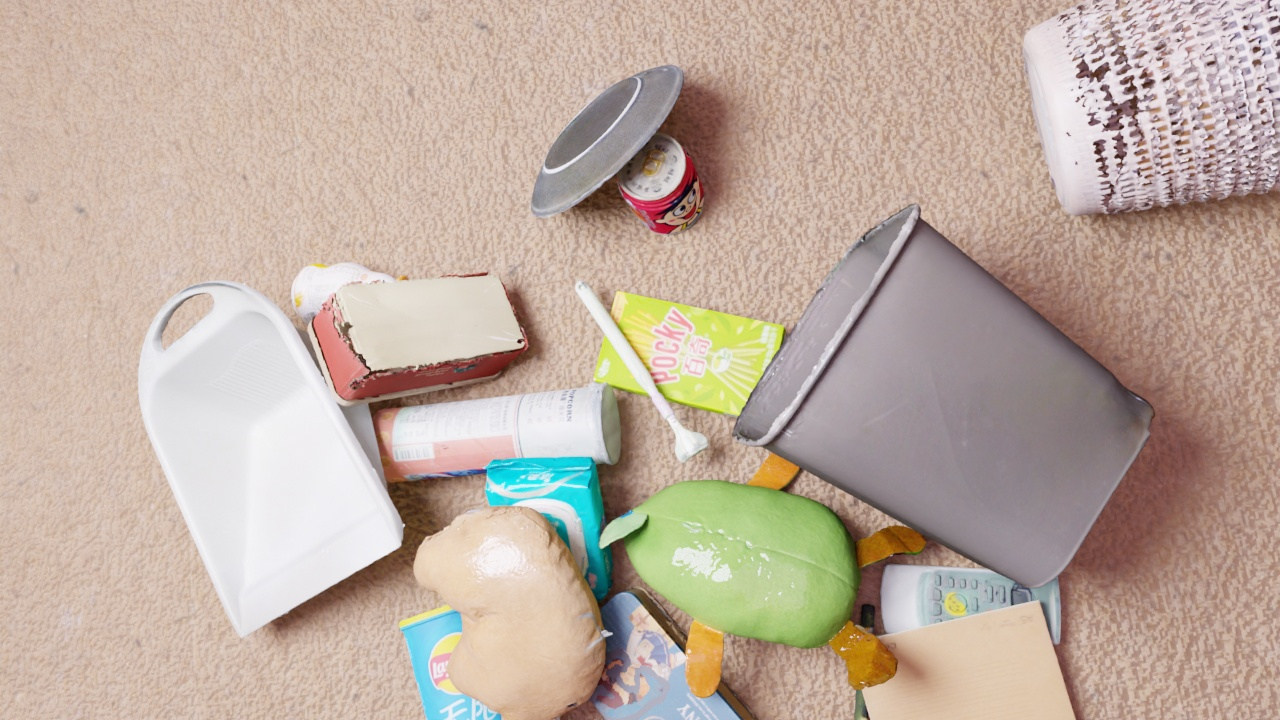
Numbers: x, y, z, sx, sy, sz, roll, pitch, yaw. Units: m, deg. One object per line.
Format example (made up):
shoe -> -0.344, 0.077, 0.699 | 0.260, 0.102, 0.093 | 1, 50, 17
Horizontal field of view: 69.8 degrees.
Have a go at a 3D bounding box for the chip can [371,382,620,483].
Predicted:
chip can -> -0.129, 0.066, 0.812 | 0.215, 0.071, 0.071 | -6, 80, 11

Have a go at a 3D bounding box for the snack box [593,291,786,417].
snack box -> 0.042, -0.004, 0.804 | 0.156, 0.026, 0.085 | 14, 84, 18

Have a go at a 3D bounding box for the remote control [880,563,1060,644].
remote control -> 0.261, 0.193, 0.732 | 0.135, 0.019, 0.056 | 1, 82, 13

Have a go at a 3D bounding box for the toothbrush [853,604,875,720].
toothbrush -> 0.181, 0.291, 0.738 | 0.017, 0.012, 0.185 | 5, 82, 7

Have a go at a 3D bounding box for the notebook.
notebook -> 0.263, 0.304, 0.708 | 0.149, 0.012, 0.211 | -16, 84, 9

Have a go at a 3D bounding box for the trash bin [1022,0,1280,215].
trash bin -> 0.400, -0.204, 0.679 | 0.192, 0.227, 0.227 | -15, 78, 22

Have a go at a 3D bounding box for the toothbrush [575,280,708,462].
toothbrush -> -0.005, 0.005, 0.792 | 0.029, 0.020, 0.189 | -35, 72, 2

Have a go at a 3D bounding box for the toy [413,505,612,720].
toy -> -0.091, 0.222, 0.717 | 0.144, 0.082, 0.226 | -15, 95, 26

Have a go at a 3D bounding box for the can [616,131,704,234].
can -> 0.018, -0.154, 0.803 | 0.066, 0.094, 0.066 | -2, 80, 12

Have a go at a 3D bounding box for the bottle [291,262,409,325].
bottle -> -0.271, -0.061, 0.868 | 0.108, 0.063, 0.063 | 0, 81, 13

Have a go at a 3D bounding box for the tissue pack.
tissue pack -> -0.076, 0.139, 0.773 | 0.093, 0.050, 0.133 | -3, 114, 11

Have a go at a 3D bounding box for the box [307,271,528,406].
box -> -0.183, -0.027, 0.783 | 0.080, 0.168, 0.091 | -37, 72, 42

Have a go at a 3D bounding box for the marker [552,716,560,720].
marker -> -0.076, 0.304, 0.791 | 0.017, 0.017, 0.145 | 2, 82, 13

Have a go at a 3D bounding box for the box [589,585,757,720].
box -> 0.022, 0.278, 0.751 | 0.090, 0.061, 0.184 | -46, 73, 3

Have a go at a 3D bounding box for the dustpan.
dustpan -> -0.342, 0.070, 0.789 | 0.223, 0.142, 0.257 | -31, 55, 25

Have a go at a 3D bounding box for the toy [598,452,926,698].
toy -> 0.095, 0.162, 0.736 | 0.247, 0.090, 0.226 | 15, 58, 21

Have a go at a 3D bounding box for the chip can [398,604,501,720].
chip can -> -0.142, 0.312, 0.776 | 0.071, 0.071, 0.210 | -21, 78, 8

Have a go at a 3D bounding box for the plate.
plate -> -0.037, -0.198, 0.796 | 0.179, 0.179, 0.024 | -45, 116, 2

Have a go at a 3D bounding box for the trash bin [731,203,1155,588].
trash bin -> 0.214, 0.034, 0.673 | 0.220, 0.198, 0.199 | 33, 88, -1
